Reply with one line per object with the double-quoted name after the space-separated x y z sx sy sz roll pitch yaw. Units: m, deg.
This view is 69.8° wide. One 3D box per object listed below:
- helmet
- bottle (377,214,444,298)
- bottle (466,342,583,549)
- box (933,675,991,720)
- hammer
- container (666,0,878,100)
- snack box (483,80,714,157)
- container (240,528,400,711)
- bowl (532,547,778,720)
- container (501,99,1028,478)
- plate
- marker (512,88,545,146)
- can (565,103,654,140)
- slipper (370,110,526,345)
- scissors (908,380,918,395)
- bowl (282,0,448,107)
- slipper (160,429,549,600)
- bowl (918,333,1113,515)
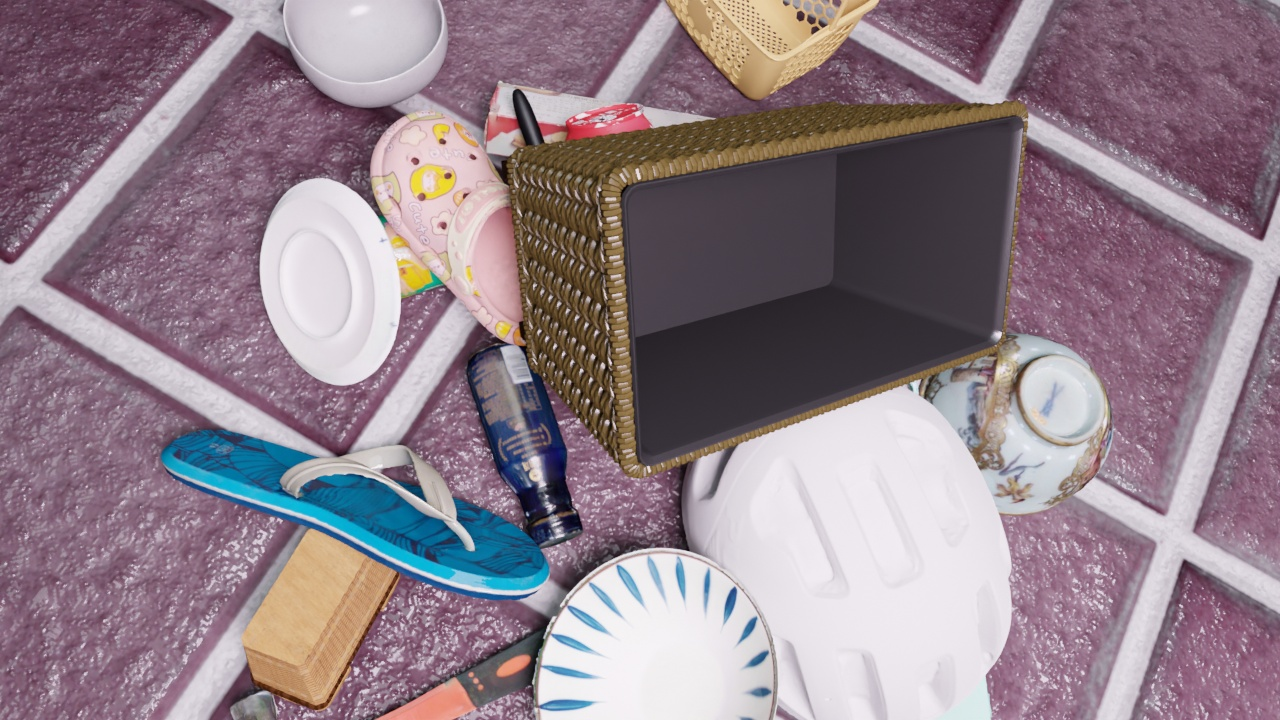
0.154 0.139 0.679 0.224 0.184 0.282 -17 90 -2 "helmet"
-0.138 -0.105 0.751 0.209 0.068 0.068 -21 77 -21 "bottle"
-0.088 0.065 0.712 0.056 0.056 0.160 -17 76 -12 "bottle"
0.207 0.268 0.707 0.136 0.033 0.186 -2 74 -3 "box"
-0.113 0.236 0.672 0.332 0.033 0.133 -24 76 -14 "hammer"
0.105 -0.348 0.807 0.129 0.167 0.183 -33 80 -16 "container"
0.005 -0.187 0.796 0.273 0.044 0.076 8 36 -6 "snack box"
-0.225 0.174 0.641 0.063 0.061 0.113 17 56 11 "container"
0.019 0.225 0.636 0.178 0.071 0.177 -12 61 22 "bowl"
0.071 -0.079 0.635 0.320 0.205 0.177 -16 115 -28 "container"
-0.241 -0.057 0.694 0.157 0.157 0.014 56 33 10 "plate"
-0.076 -0.155 0.741 0.018 0.015 0.134 -23 94 -56 "marker"
-0.015 -0.128 0.740 0.074 0.074 0.143 -18 117 -13 "can"
-0.120 -0.097 0.677 0.093 0.082 0.197 -38 100 -18 "slipper"
0.200 -0.008 0.785 0.070 0.014 0.130 -10 85 -11 "scissors"
-0.234 -0.277 0.794 0.131 0.064 0.131 2 73 -7 "bowl"
-0.197 0.090 0.660 0.295 0.118 0.060 18 99 6 "slipper"
0.320 0.043 0.753 0.160 0.094 0.159 2 72 -7 "bowl"
